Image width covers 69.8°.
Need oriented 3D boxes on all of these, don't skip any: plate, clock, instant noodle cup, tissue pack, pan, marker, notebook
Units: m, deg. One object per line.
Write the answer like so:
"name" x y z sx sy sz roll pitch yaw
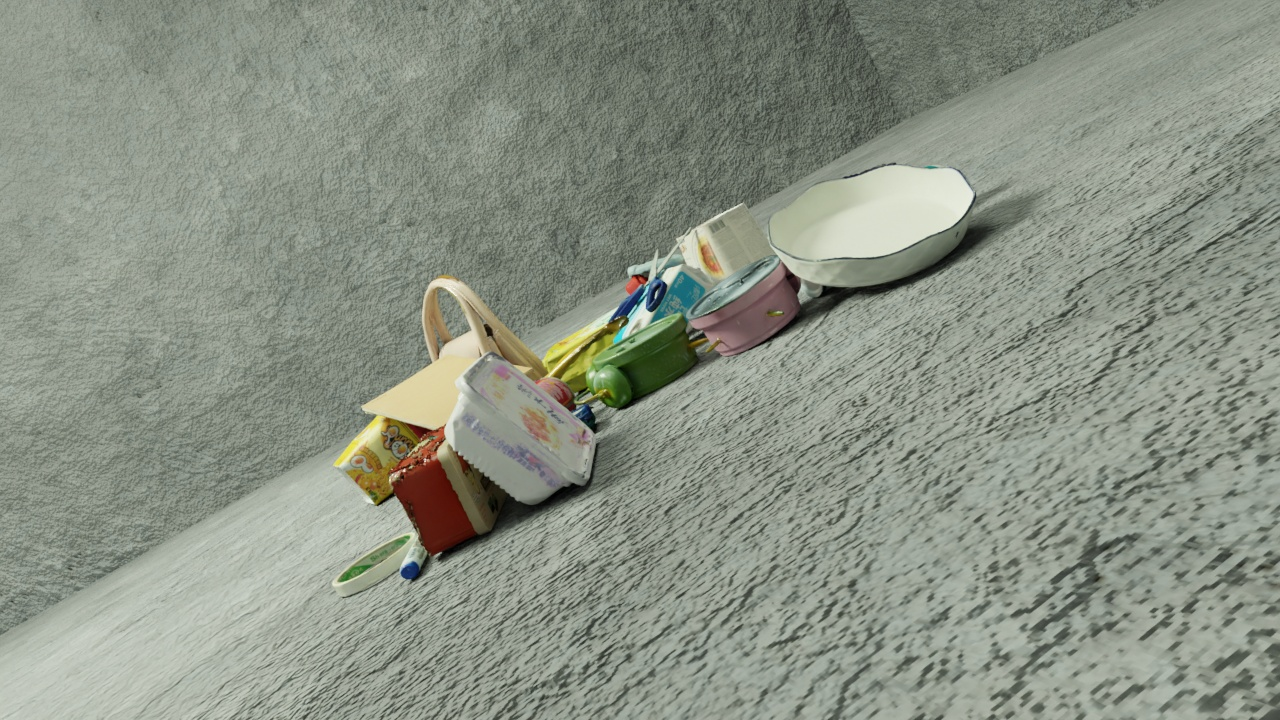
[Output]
"plate" 0.231 -0.135 0.921 0.205 0.045 0.204 -15 29 8
"clock" 0.117 -0.063 0.987 0.117 0.060 0.158 -30 14 25
"instant noodle cup" -0.356 0.133 1.289 0.123 0.116 0.116 -44 13 -22
"instant noodle cup" 0.119 -0.127 1.187 0.116 0.124 0.117 -32 9 -27
"tissue pack" 0.029 -0.054 1.152 0.139 0.063 0.090 -60 18 -16
"pan" -0.155 0.057 1.145 0.358 0.078 0.197 -27 9 12
"marker" -0.197 0.166 0.828 0.017 0.017 0.145 -29 8 0
"instant noodle cup" -0.111 0.064 0.819 0.060 0.138 0.173 -50 6 5
"clock" -0.006 0.006 1.032 0.161 0.056 0.116 -30 7 -8
"notebook" -0.257 0.039 1.211 0.212 0.012 0.149 7 36 47

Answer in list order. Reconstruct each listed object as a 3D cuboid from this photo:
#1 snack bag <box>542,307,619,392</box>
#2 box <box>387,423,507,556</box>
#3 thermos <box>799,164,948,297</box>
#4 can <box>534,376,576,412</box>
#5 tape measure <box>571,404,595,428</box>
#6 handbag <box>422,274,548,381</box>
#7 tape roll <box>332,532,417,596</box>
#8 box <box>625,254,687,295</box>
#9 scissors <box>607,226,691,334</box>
"snack bag" -0.056 -0.022 1.334 0.158 0.068 0.246 -29 8 2
"box" -0.178 0.110 0.847 0.077 0.091 0.168 -25 8 3
"thermos" 0.268 -0.152 1.043 0.224 0.073 0.073 -31 8 -18
"can" -0.117 0.062 1.024 0.067 0.066 0.093 -25 9 28
"tape measure" -0.071 0.070 0.969 0.054 0.025 0.058 -30 4 2
"handbag" -0.245 -0.016 1.344 0.093 0.234 0.194 -35 10 -35
"tape roll" -0.246 0.190 0.858 0.086 0.014 0.085 -28 8 4
"box" 0.044 -0.114 1.308 0.098 0.095 0.201 -45 -6 9
"scissors" 0.012 -0.096 1.145 0.174 0.012 0.162 -51 17 8
